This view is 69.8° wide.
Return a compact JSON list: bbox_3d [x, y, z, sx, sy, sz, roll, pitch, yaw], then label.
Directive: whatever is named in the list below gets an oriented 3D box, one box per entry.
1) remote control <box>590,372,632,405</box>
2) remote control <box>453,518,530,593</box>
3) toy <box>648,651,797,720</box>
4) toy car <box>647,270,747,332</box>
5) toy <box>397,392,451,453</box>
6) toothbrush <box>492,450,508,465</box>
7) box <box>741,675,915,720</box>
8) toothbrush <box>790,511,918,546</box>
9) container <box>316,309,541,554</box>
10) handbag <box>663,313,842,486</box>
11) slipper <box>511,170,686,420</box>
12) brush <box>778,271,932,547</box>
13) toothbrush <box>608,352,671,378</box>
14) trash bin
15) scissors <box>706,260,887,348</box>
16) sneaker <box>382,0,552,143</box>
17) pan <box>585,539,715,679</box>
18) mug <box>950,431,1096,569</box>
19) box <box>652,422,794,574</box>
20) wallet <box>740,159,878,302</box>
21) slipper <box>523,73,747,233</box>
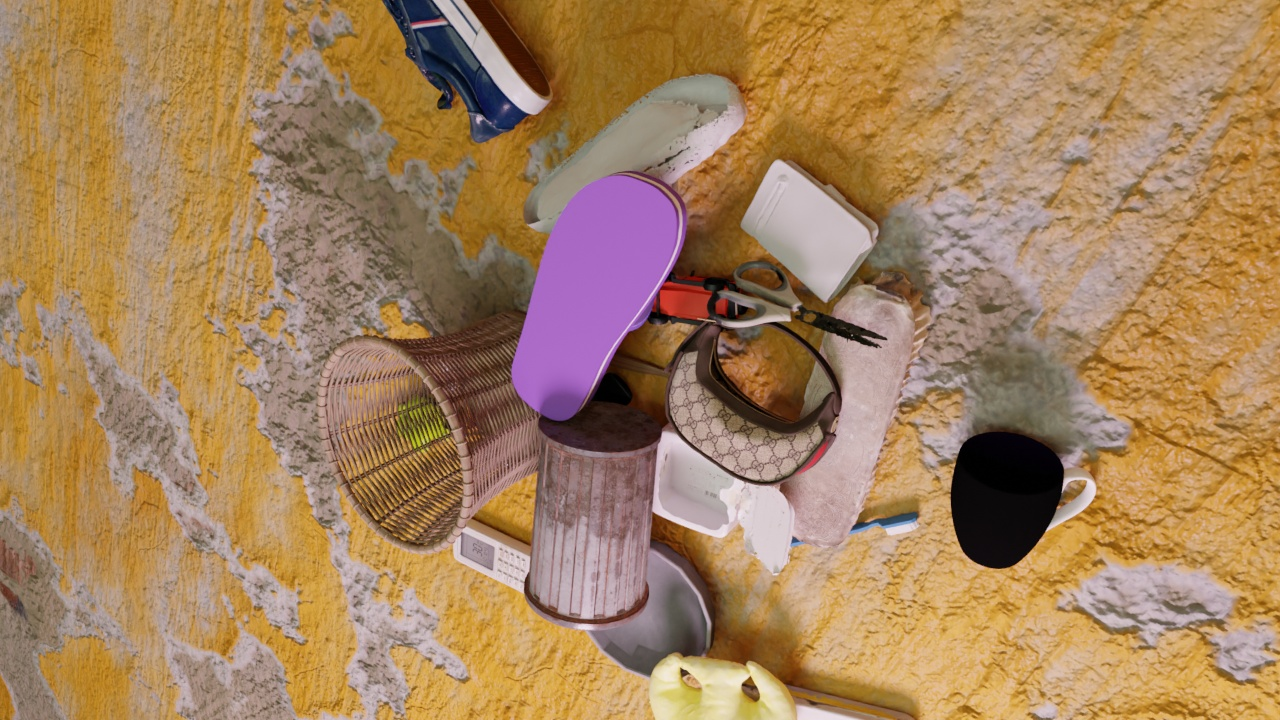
[{"bbox_3d":[-0.063,0.066,1.021,0.041,0.020,0.152,50,126,4],"label":"remote control"},{"bbox_3d":[-0.177,0.246,1.152,0.138,0.025,0.060,20,117,23],"label":"remote control"},{"bbox_3d":[0.086,0.385,0.987,0.171,0.064,0.155,-3,106,26],"label":"toy"},{"bbox_3d":[0.053,-0.059,0.887,0.100,0.048,0.051,10,113,27],"label":"toy car"},{"bbox_3d":[-0.268,0.076,1.136,0.094,0.036,0.094,37,128,21],"label":"toy"},{"bbox_3d":[-0.129,0.124,1.084,0.155,0.016,0.022,10,80,26],"label":"toothbrush"},{"bbox_3d":[0.193,0.389,0.988,0.210,0.033,0.064,4,112,30],"label":"box"},{"bbox_3d":[0.197,0.174,0.911,0.167,0.016,0.014,-21,100,35],"label":"toothbrush"},{"bbox_3d":[-0.191,0.061,0.972,0.227,0.195,0.227,14,114,34],"label":"container"},{"bbox_3d":[0.100,0.030,0.835,0.166,0.063,0.138,34,109,23],"label":"handbag"},{"bbox_3d":[-0.033,-0.066,0.853,0.107,0.083,0.267,35,125,11],"label":"slipper"},{"bbox_3d":[0.190,0.051,0.843,0.083,0.056,0.272,23,118,24],"label":"brush"},{"bbox_3d":[-0.006,0.006,0.967,0.167,0.016,0.016,16,117,25],"label":"toothbrush"},{"bbox_3d":[-0.049,0.162,0.931,0.131,0.130,0.211,15,112,25],"label":"trash bin"},{"bbox_3d":[0.141,-0.051,0.802,0.170,0.131,0.012,-3,139,18],"label":"scissors"},{"bbox_3d":[-0.215,-0.342,0.906,0.127,0.120,0.294,-32,93,22],"label":"sneaker"},{"bbox_3d":[0.022,0.361,1.070,0.179,0.041,0.357,0,108,30],"label":"pan"},{"bbox_3d":[0.326,0.124,0.787,0.119,0.084,0.100,-3,123,0],"label":"mug"},{"bbox_3d":[0.092,0.131,0.921,0.190,0.083,0.111,26,122,39],"label":"box"},{"bbox_3d":[0.149,-0.118,0.817,0.116,0.032,0.086,47,128,17],"label":"wallet"},{"bbox_3d":[-0.004,-0.180,0.861,0.247,0.074,0.112,-28,62,33],"label":"slipper"}]
